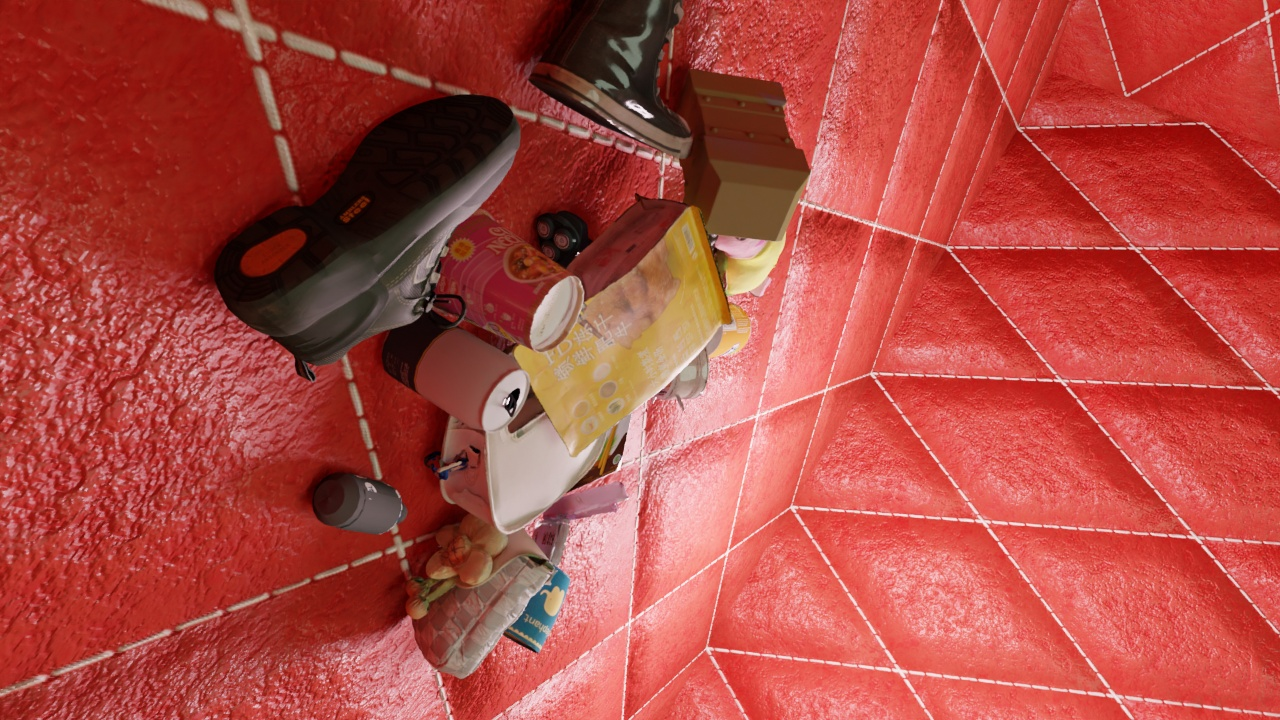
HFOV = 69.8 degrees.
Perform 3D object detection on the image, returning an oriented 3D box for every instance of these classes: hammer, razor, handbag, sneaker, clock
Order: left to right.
[{"bbox_3d":[-0.162,-0.072,0.642,0.237,0.101,0.143,-45,150,-24],"label":"sneaker"},{"bbox_3d":[-0.187,0.245,0.978,0.123,0.112,0.171,34,93,-42],"label":"handbag"},{"bbox_3d":[-0.119,0.055,0.913,0.200,0.093,0.200,-36,143,-44],"label":"handbag"},{"bbox_3d":[-0.060,-0.111,0.907,0.052,0.047,0.142,-57,163,5],"label":"razor"},{"bbox_3d":[0.001,-0.256,0.802,0.234,0.095,0.120,12,106,-60],"label":"sneaker"},{"bbox_3d":[0.035,-0.018,1.183,0.061,0.103,0.157,-9,99,-28],"label":"clock"},{"bbox_3d":[0.070,-0.130,1.015,0.326,0.100,0.190,108,-18,-46],"label":"hammer"}]

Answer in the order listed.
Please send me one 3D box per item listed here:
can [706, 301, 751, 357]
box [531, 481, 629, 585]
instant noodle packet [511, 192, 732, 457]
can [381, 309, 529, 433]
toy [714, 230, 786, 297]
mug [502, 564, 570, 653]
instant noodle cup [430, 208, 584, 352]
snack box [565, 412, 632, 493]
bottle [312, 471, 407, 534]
[{"bbox_3d":[0.102,-0.044,1.297,0.142,0.079,0.079,-8,124,-64],"label":"can"},{"bbox_3d":[-0.092,0.193,1.091,0.149,0.073,0.202,-42,-178,-18],"label":"box"},{"bbox_3d":[-0.022,-0.030,0.886,0.221,0.084,0.163,-47,141,-23],"label":"instant noodle packet"},{"bbox_3d":[-0.146,0.010,0.745,0.064,0.127,0.064,-47,155,-31],"label":"can"},{"bbox_3d":[0.146,-0.154,1.247,0.190,0.088,0.238,-56,156,1],"label":"toy"},{"bbox_3d":[-0.150,0.306,1.190,0.112,0.085,0.104,50,61,-37],"label":"mug"},{"bbox_3d":[-0.110,-0.061,0.763,0.097,0.109,0.098,-47,154,-32],"label":"instant noodle cup"},{"bbox_3d":[-0.051,0.060,1.104,0.100,0.032,0.186,-17,127,-49],"label":"snack box"},{"bbox_3d":[-0.238,0.126,0.796,0.047,0.047,0.112,-59,159,-5],"label":"bottle"}]
